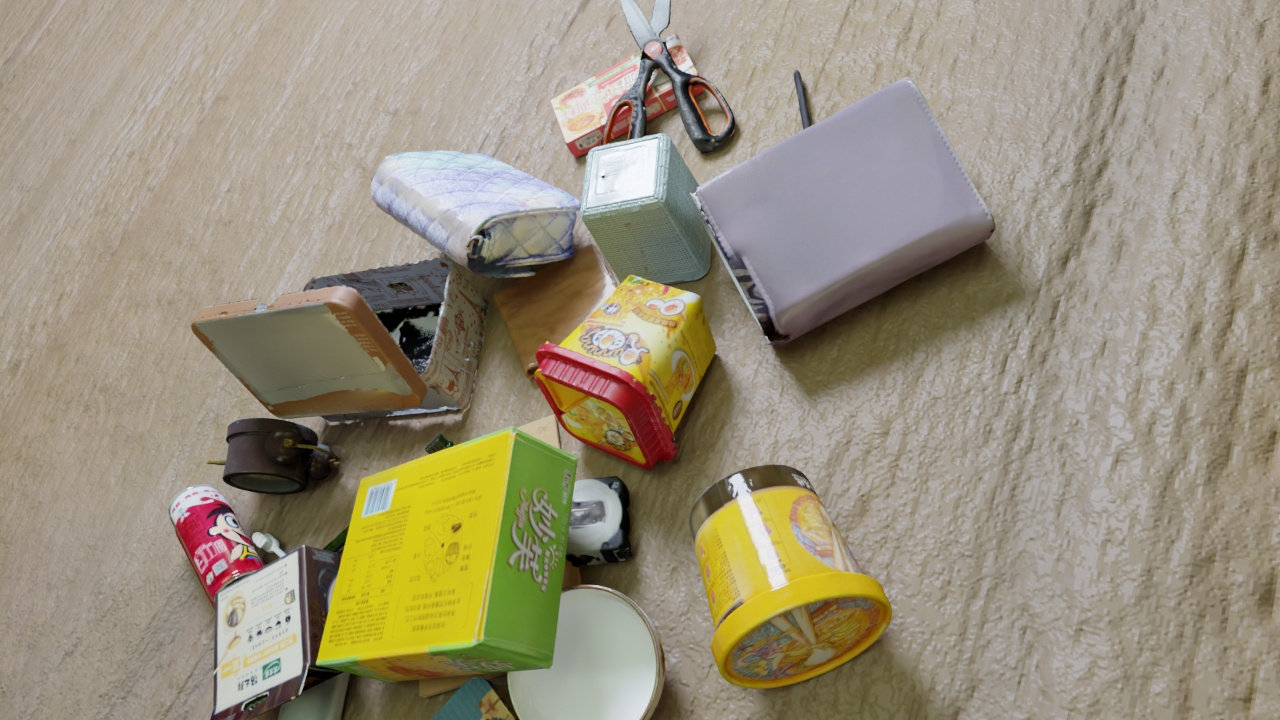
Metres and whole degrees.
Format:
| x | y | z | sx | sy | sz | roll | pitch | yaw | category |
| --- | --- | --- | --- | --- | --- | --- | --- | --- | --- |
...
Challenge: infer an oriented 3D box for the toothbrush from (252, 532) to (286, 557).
| x | y | z | sx | sy | sz | roll | pitch | yaw | category |
| --- | --- | --- | --- | --- | --- | --- | --- | --- | --- |
| -0.295 | 0.192 | 0.809 | 0.180 | 0.016 | 0.016 | 22 | 80 | 39 | toothbrush |

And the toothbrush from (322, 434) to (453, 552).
| x | y | z | sx | sy | sz | roll | pitch | yaw | category |
| --- | --- | --- | --- | --- | --- | --- | --- | --- | --- |
| -0.239 | 0.131 | 0.824 | 0.186 | 0.017 | 0.012 | -41 | 23 | 6 | toothbrush |

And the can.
| x | y | z | sx | sy | sz | roll | pitch | yaw | category |
| --- | --- | --- | --- | --- | --- | --- | --- | --- | --- |
| -0.395 | 0.175 | 0.859 | 0.053 | 0.053 | 0.133 | -45 | 54 | -5 | can |

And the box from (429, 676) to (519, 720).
| x | y | z | sx | sy | sz | roll | pitch | yaw | category |
| --- | --- | --- | --- | --- | --- | --- | --- | --- | --- |
| -0.083 | 0.314 | 0.639 | 0.089 | 0.060 | 0.184 | -48 | 53 | -6 | box |

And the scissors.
| x | y | z | sx | sy | sz | roll | pitch | yaw | category |
| --- | --- | --- | --- | --- | --- | --- | --- | --- | --- |
| 0.009 | -0.288 | 0.920 | 0.211 | 0.021 | 0.221 | -45 | 72 | 3 | scissors |

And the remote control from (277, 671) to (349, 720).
| x | y | z | sx | sy | sz | roll | pitch | yaw | category |
| --- | --- | --- | --- | --- | --- | --- | --- | --- | --- |
| -0.271 | 0.272 | 0.769 | 0.056 | 0.020 | 0.135 | -8 | 59 | 20 | remote control |

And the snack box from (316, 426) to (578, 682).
| x | y | z | sx | sy | sz | roll | pitch | yaw | category |
| --- | --- | --- | --- | --- | --- | --- | --- | --- | --- |
| -0.147 | 0.153 | 0.692 | 0.211 | 0.070 | 0.157 | -20 | 52 | 39 | snack box |

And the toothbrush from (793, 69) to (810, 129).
| x | y | z | sx | sy | sz | roll | pitch | yaw | category |
| --- | --- | --- | --- | --- | --- | --- | --- | --- | --- |
| 0.160 | -0.204 | 0.849 | 0.018 | 0.016 | 0.180 | -12 | 59 | 11 | toothbrush |

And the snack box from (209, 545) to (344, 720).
| x | y | z | sx | sy | sz | roll | pitch | yaw | category |
| --- | --- | --- | --- | --- | --- | --- | --- | --- | --- |
| -0.300 | 0.232 | 0.754 | 0.113 | 0.053 | 0.125 | -29 | 57 | 21 | snack box |

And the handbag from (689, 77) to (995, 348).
| x | y | z | sx | sy | sz | roll | pitch | yaw | category |
| --- | --- | --- | --- | --- | --- | --- | --- | --- | --- |
| 0.161 | -0.114 | 0.746 | 0.197 | 0.098 | 0.145 | -27 | 71 | 7 | handbag |

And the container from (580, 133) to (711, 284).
| x | y | z | sx | sy | sz | roll | pitch | yaw | category |
| --- | --- | --- | --- | --- | --- | --- | --- | --- | --- |
| 0.005 | -0.134 | 0.819 | 0.090 | 0.111 | 0.090 | -6 | 60 | 20 | container |

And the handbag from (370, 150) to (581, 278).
| x | y | z | sx | sy | sz | roll | pitch | yaw | category |
| --- | --- | --- | --- | --- | --- | --- | --- | --- | --- |
| -0.156 | -0.143 | 0.882 | 0.194 | 0.134 | 0.076 | 33 | 123 | 41 | handbag |

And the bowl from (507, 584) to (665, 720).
| x | y | z | sx | sy | sz | roll | pitch | yaw | category |
| --- | --- | --- | --- | --- | --- | --- | --- | --- | --- |
| -0.032 | 0.223 | 0.661 | 0.114 | 0.062 | 0.113 | -7 | 66 | 17 | bowl |

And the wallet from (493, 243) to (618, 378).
| x | y | z | sx | sy | sz | roll | pitch | yaw | category |
| --- | --- | --- | --- | --- | --- | --- | --- | --- | --- |
| -0.074 | -0.049 | 0.865 | 0.115 | 0.020 | 0.101 | -30 | 56 | 3 | wallet |

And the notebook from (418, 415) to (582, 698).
| x | y | z | sx | sy | sz | roll | pitch | yaw | category |
| --- | --- | --- | --- | --- | --- | --- | --- | --- | --- |
| -0.125 | 0.159 | 0.775 | 0.150 | 0.012 | 0.211 | -20 | 57 | 11 | notebook |

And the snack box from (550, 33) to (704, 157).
| x | y | z | sx | sy | sz | roll | pitch | yaw | category |
| --- | --- | --- | --- | --- | --- | --- | --- | --- | --- |
| -0.015 | -0.278 | 0.962 | 0.153 | 0.025 | 0.075 | -25 | 55 | 9 | snack box |

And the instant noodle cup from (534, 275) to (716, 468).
| x | y | z | sx | sy | sz | roll | pitch | yaw | category |
| --- | --- | --- | --- | --- | --- | --- | --- | --- | --- |
| -0.004 | 0.004 | 0.753 | 0.116 | 0.116 | 0.123 | 20 | 60 | 32 | instant noodle cup |

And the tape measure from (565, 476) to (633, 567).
| x | y | z | sx | sy | sz | roll | pitch | yaw | category |
| --- | --- | --- | --- | --- | --- | --- | --- | --- | --- |
| -0.041 | 0.130 | 0.734 | 0.066 | 0.033 | 0.065 | -10 | 57 | 8 | tape measure |

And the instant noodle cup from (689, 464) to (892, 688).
| x | y | z | sx | sy | sz | roll | pitch | yaw | category |
| --- | --- | --- | --- | --- | --- | --- | --- | --- | --- |
| 0.092 | 0.143 | 0.626 | 0.118 | 0.118 | 0.114 | -27 | 47 | 8 | instant noodle cup |

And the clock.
| x | y | z | sx | sy | sz | roll | pitch | yaw | category |
| --- | --- | --- | --- | --- | --- | --- | --- | --- | --- |
| -0.341 | 0.090 | 0.866 | 0.122 | 0.082 | 0.055 | -9 | 64 | 21 | clock |

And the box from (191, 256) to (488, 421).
| x | y | z | sx | sy | sz | roll | pitch | yaw | category |
| --- | --- | --- | --- | --- | --- | --- | --- | --- | --- |
| -0.272 | -0.032 | 0.835 | 0.183 | 0.193 | 0.156 | -6 | 59 | 21 | box |
